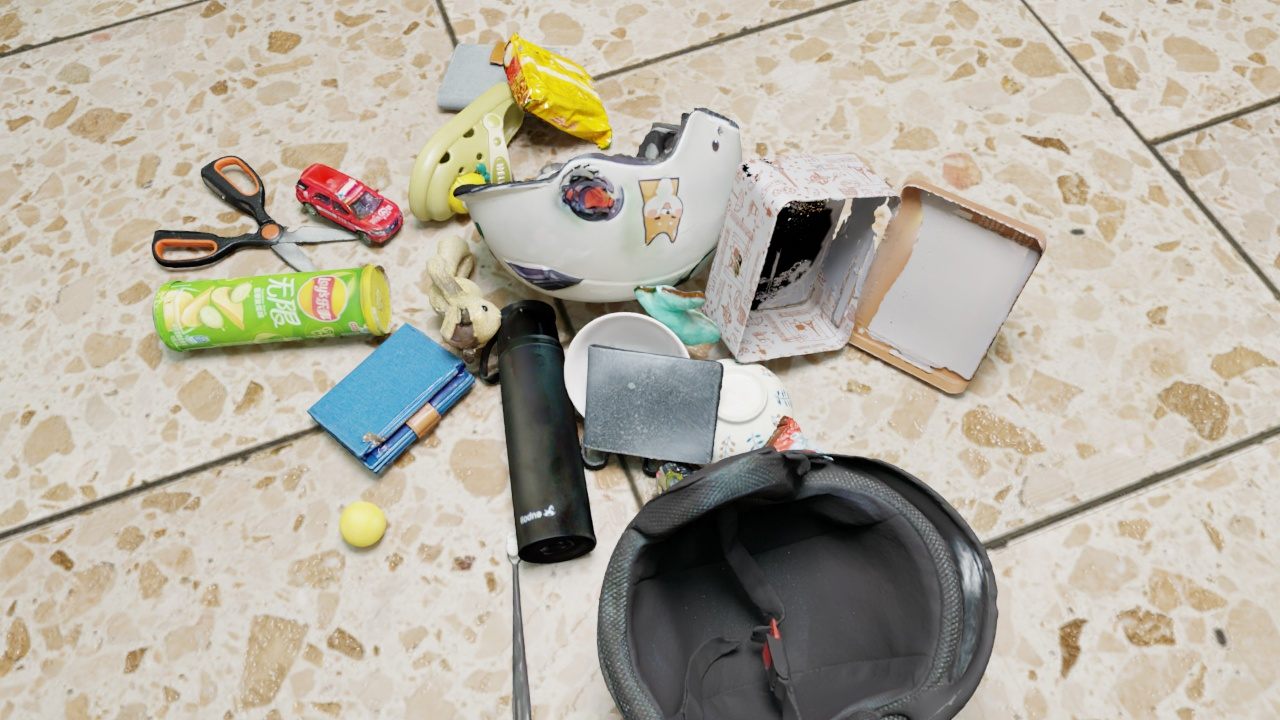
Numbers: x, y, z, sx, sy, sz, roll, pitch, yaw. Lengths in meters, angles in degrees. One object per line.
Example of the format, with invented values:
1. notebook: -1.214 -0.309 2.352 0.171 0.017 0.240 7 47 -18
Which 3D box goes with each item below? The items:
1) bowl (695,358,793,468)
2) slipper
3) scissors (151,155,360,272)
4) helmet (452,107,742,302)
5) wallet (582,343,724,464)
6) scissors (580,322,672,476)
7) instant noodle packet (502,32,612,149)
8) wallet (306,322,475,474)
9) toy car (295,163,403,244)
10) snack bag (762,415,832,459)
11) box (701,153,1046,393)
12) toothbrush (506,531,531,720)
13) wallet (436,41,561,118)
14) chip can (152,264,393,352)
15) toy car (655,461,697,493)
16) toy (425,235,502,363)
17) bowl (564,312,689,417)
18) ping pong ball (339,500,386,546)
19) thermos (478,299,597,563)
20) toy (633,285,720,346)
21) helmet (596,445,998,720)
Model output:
1. bowl: 0.087 0.043 0.843 0.113 0.062 0.113 -1 61 1
2. slipper: -0.171 -0.220 0.987 0.081 0.092 0.190 30 65 12
3. scissors: -0.420 -0.138 0.994 0.224 0.022 0.221 -27 68 -13
4. helmet: -0.024 -0.133 0.880 0.274 0.230 0.157 -21 103 -10
5. wallet: 0.009 0.039 0.809 0.121 0.097 0.019 8 19 9
6. scissors: -0.003 0.037 0.881 0.162 0.014 0.166 -36 63 -19
7. instant noodle packet: -0.091 -0.296 1.016 0.044 0.128 0.110 -37 58 33
8. wallet: -0.237 0.033 0.879 0.106 0.040 0.132 32 67 28
9. toy car: -0.313 -0.169 0.982 0.120 0.045 0.052 28 58 6
10. snack bag: 0.155 0.095 0.812 0.105 0.026 0.045 40 70 -10
11. box: 0.199 -0.079 0.831 0.272 0.180 0.130 11 39 -3
12. toothbrush: -0.104 0.232 0.775 0.015 0.018 0.180 -5 62 -4
13. wallet: -0.164 -0.335 1.078 0.130 0.037 0.106 7 62 6
14. chip can: -0.364 -0.052 0.912 0.221 0.073 0.072 -5 61 0
15. toy car: 0.048 0.131 0.808 0.042 0.035 0.090 0 48 -48
16. toy: -0.174 -0.066 0.898 0.066 0.105 0.157 -11 41 -10
17. bowl: -0.005 0.005 0.846 0.118 0.118 0.064 11 21 9
18. ping pong ball: -0.247 0.145 0.815 0.040 0.040 0.040 -1 61 2
19. thermos: -0.100 0.064 0.846 0.090 0.068 0.242 -28 56 24
20. toy: 0.037 -0.042 0.831 0.097 0.092 0.030 -2 57 52
21. helmet: 0.105 0.184 0.669 0.274 0.230 0.233 -13 78 -3
